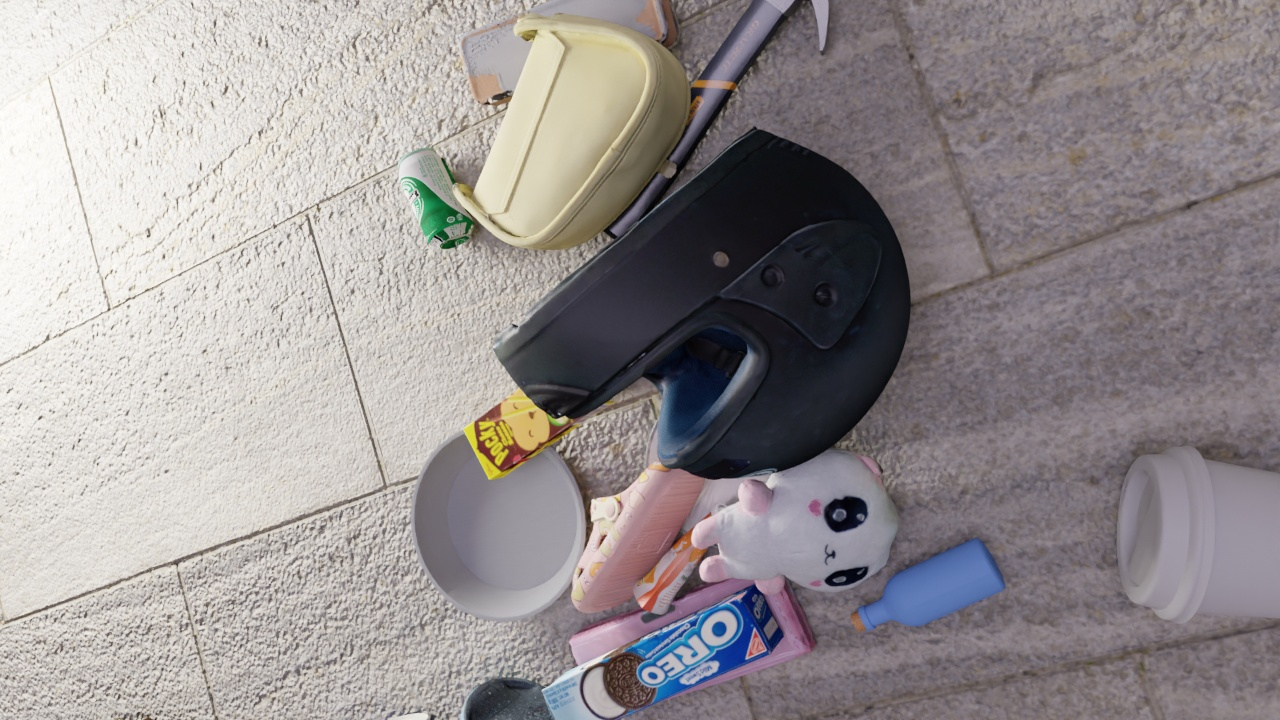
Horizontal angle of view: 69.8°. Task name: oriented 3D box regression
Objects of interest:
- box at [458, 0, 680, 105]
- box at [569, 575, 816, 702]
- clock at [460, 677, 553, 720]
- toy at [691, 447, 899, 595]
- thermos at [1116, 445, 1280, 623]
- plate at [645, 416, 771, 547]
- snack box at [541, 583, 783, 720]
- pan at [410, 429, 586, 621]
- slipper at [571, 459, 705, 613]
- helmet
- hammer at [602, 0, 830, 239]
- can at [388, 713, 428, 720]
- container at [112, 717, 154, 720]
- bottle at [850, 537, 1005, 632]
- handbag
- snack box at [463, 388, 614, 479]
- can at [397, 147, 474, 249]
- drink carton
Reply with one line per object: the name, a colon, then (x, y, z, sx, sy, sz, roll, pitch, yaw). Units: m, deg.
box: (-0.072, -0.313, 0.895, 0.217, 0.062, 0.081, -11, 103, 21)
box: (0.045, 0.271, 0.882, 0.233, 0.037, 0.098, -27, 86, 20)
clock: (-0.111, 0.382, 0.901, 0.162, 0.117, 0.060, 31, 112, 25)
toy: (0.132, 0.143, 0.787, 0.179, 0.101, 0.139, -15, 116, -11)
thermos: (0.483, 0.136, 0.668, 0.222, 0.131, 0.131, 5, 93, 13)
plate: (0.080, 0.099, 0.875, 0.157, 0.014, 0.157, 0, 91, 21)
snack box: (0.018, 0.279, 0.843, 0.227, 0.059, 0.059, -30, 80, 20)
pan: (-0.102, 0.101, 0.926, 0.201, 0.050, 0.357, 38, 102, 17)
slipper: (-0.016, 0.153, 0.866, 0.081, 0.093, 0.198, 46, 121, 32)
helmet: (0.073, -0.021, 0.733, 0.315, 0.250, 0.236, -41, 95, -22)
hammer: (0.055, -0.248, 0.865, 0.139, 0.035, 0.313, 39, 106, 6)
can: (-0.244, 0.459, 0.971, 0.079, 0.078, 0.146, -14, 86, 21)
container: (-0.558, 0.552, 1.026, 0.321, 0.204, 0.176, 20, 97, 20)
bottle: (0.244, 0.202, 0.795, 0.131, 0.048, 0.048, -31, 80, 19)
handbag: (-0.068, -0.205, 0.858, 0.191, 0.088, 0.233, 37, 113, 22)
snack box: (-0.100, 0.053, 0.890, 0.149, 0.025, 0.061, -35, 77, 19)
can: (-0.215, -0.169, 0.965, 0.053, 0.053, 0.101, -29, 81, 19)
drink carton: (0.045, 0.174, 0.842, 0.039, 0.069, 0.122, 39, 101, 10)
